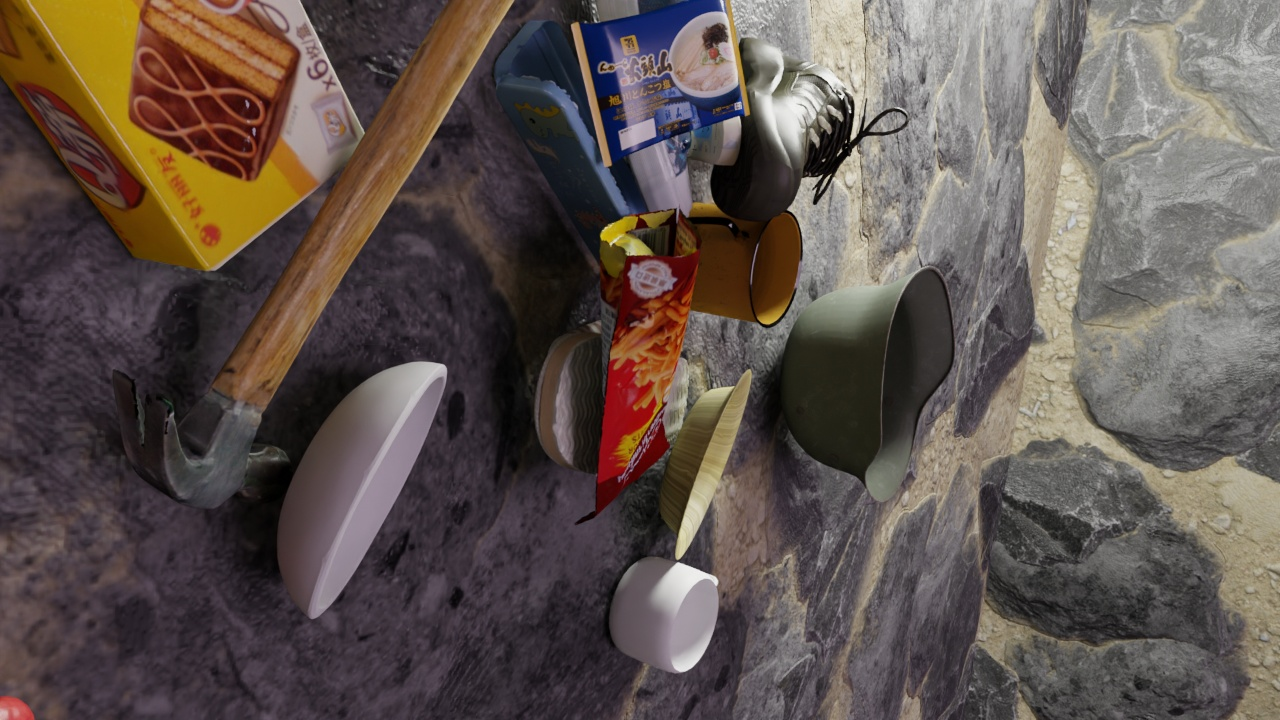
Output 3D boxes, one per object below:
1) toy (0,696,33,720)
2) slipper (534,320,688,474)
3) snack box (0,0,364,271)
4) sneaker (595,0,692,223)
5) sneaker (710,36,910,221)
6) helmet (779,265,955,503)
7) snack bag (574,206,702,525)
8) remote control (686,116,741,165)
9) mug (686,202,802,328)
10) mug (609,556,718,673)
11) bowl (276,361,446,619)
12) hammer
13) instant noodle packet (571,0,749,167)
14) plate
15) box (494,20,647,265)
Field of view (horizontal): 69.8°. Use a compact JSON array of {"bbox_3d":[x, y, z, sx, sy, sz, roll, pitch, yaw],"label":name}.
[{"bbox_3d":[-0.275,0.148,0.314,0.088,0.133,0.094,39,76,-43],"label":"toy"},{"bbox_3d":[-0.023,0.027,0.729,0.262,0.052,0.115,7,90,-68],"label":"slipper"},{"bbox_3d":[-0.212,-0.159,0.367,0.109,0.062,0.230,-53,140,-35],"label":"snack box"},{"bbox_3d":[0.018,-0.214,0.663,0.087,0.079,0.236,-85,165,-64],"label":"sneaker"},{"bbox_3d":[0.137,-0.175,0.755,0.237,0.143,0.101,-81,-172,-48],"label":"sneaker"},{"bbox_3d":[0.241,0.026,1.033,0.226,0.154,0.268,-31,120,-47],"label":"helmet"},{"bbox_3d":[-0.004,0.004,0.646,0.138,0.067,0.208,-48,151,-58],"label":"snack bag"},{"bbox_3d":[0.045,-0.176,0.718,0.018,0.125,0.038,-3,107,-21],"label":"remote control"},{"bbox_3d":[0.073,-0.091,0.794,0.123,0.094,0.100,44,64,-54],"label":"mug"},{"bbox_3d":[0.027,0.227,0.848,0.115,0.068,0.094,-34,127,-48],"label":"mug"},{"bbox_3d":[-0.158,0.061,0.497,0.149,0.043,0.149,-64,-176,7],"label":"bowl"},{"bbox_3d":[-0.133,-0.080,0.437,0.330,0.033,0.132,-61,168,-5],"label":"hammer"},{"bbox_3d":[0.018,-0.188,0.602,0.134,0.026,0.087,-28,115,-32],"label":"instant noodle packet"},{"bbox_3d":[0.052,0.089,0.844,0.184,0.036,0.184,21,89,-77],"label":"plate"},{"bbox_3d":[-0.025,-0.138,0.652,0.072,0.086,0.209,-52,141,-17],"label":"box"}]
